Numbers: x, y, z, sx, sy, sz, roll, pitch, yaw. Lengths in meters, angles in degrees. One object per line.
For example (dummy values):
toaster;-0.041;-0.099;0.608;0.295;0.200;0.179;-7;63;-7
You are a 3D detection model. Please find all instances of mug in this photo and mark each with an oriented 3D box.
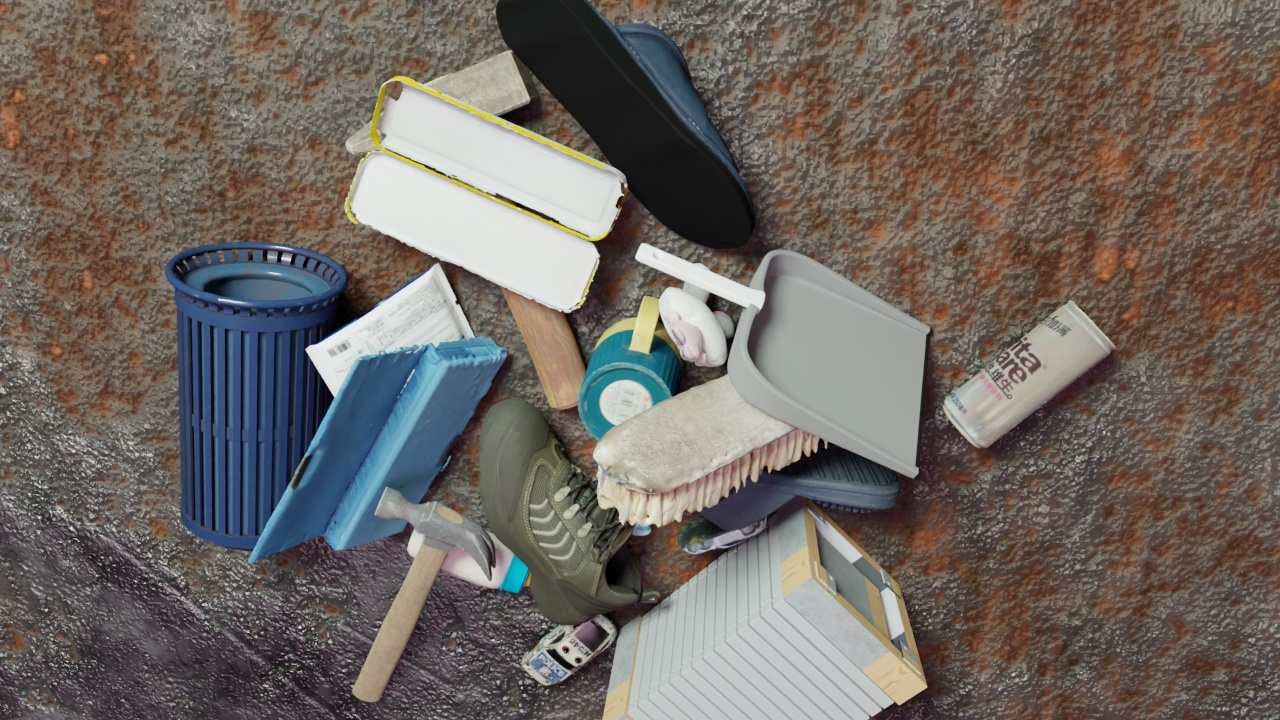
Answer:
mug;-0.005;0.005;0.773;0.083;0.107;0.114;15;112;2

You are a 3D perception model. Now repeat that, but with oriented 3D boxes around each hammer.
hammer;-0.118;-0.090;0.785;0.158;0.037;0.301;-18;108;13
hammer;-0.234;0.252;0.899;0.119;0.030;0.332;23;125;-9

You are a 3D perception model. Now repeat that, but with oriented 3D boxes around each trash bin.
trash bin;0.108;0.272;0.847;0.142;0.142;0.247;44;110;-11
trash bin;-0.337;0.037;0.808;0.139;0.139;0.250;12;114;1

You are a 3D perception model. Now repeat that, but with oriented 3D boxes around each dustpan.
dustpan;0.113;-0.026;0.719;0.257;0.162;0.033;23;138;-2

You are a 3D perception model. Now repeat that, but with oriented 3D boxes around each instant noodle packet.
instant noodle packet;-0.208;-0.012;0.784;0.026;0.134;0.087;21;141;45

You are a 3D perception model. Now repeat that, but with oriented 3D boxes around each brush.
brush;0.081;0.050;0.717;0.083;0.270;0.057;39;137;37

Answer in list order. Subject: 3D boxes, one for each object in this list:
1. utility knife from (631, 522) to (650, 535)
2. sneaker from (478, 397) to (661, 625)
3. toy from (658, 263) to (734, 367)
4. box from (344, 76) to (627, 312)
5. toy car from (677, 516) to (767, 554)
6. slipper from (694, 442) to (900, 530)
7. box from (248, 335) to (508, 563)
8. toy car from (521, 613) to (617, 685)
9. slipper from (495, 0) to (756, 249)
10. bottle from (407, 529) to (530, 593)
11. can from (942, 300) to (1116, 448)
utility knife;-0.004;0.113;0.866;0.022;0.015;0.117;7;113;33
sneaker;-0.049;0.140;0.823;0.143;0.100;0.238;-9;116;25
toy;0.044;-0.029;0.746;0.037;0.125;0.076;-27;104;27
box;-0.124;-0.131;0.734;0.209;0.034;0.130;23;109;-4
toy car;0.078;0.159;0.862;0.090;0.038;0.027;-23;111;15
slipper;0.093;0.111;0.809;0.263;0.101;0.083;10;111;-1
box;-0.227;0.080;0.798;0.033;0.174;0.232;43;115;21
toy car;-0.074;0.294;0.931;0.048;0.040;0.113;44;110;-10
slipper;0.011;-0.197;0.697;0.265;0.083;0.109;45;154;-28
bottle;-0.152;0.193;0.894;0.146;0.051;0.051;22;112;-3
can;0.322;0.014;0.768;0.054;0.054;0.136;42;110;-10
